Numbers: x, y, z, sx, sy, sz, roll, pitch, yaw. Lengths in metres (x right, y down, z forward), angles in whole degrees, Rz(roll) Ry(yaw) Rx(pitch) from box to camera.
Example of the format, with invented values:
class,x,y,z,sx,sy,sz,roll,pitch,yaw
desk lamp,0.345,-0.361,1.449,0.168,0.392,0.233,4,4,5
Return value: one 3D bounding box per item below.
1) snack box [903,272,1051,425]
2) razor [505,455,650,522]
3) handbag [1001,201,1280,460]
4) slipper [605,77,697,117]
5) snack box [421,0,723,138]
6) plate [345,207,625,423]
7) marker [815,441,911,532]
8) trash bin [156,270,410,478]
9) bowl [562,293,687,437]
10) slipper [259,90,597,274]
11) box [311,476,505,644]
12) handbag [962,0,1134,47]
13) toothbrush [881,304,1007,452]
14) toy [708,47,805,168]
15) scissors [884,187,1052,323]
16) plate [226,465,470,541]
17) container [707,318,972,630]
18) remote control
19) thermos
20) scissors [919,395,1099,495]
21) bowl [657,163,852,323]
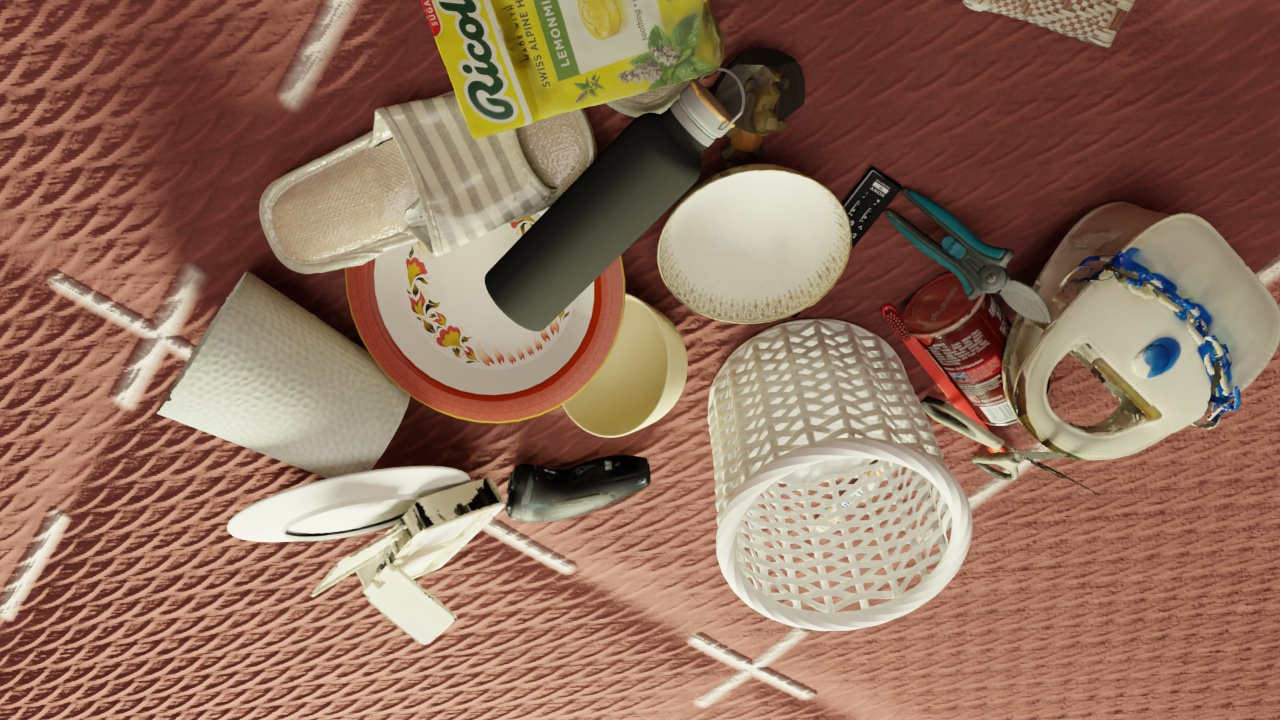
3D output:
class,x,y,z,sx,sy,sz,roll,pitch,yaw
snack box,0.282,-0.009,0.766,0.072,0.072,0.121,-35,117,21
razor,-0.061,0.113,0.859,0.140,0.052,0.064,-15,129,8
handbag,0.386,-0.009,0.721,0.200,0.093,0.200,34,99,-21
slipper,-0.055,-0.274,0.614,0.115,0.052,0.263,-34,116,19
snack box,-0.043,-0.223,0.591,0.181,0.045,0.121,-11,125,7
plate,-0.125,-0.061,0.742,0.230,0.021,0.230,2,106,7
marker,0.219,0.116,0.878,0.017,0.017,0.146,31,118,-17
trash bin,-0.288,0.023,0.765,0.161,0.133,0.133,33,117,-24
bowl,-0.005,0.005,0.771,0.118,0.118,0.074,-46,154,25
slipper,-0.167,-0.134,0.690,0.273,0.054,0.114,-15,99,12
box,-0.207,0.198,0.819,0.144,0.183,0.099,-46,69,37
handbag,0.296,-0.309,0.592,0.124,0.047,0.186,11,122,-15
toothbrush,0.276,0.026,0.819,0.012,0.017,0.212,-35,116,20
toy,0.081,-0.178,0.673,0.076,0.062,0.100,-9,143,-19
scissors,0.248,-0.075,0.708,0.139,0.019,0.136,-10,92,35
plate,-0.254,0.136,0.818,0.208,0.015,0.209,-14,162,-5
container,0.152,0.089,0.761,0.189,0.186,0.190,0,122,0
remote control,0.156,-0.094,0.750,0.030,0.009,0.140,28,119,-16
thermos,-0.015,-0.117,0.656,0.061,0.061,0.232,39,113,-21
scissors,0.314,0.079,0.798,0.012,0.171,0.157,-51,156,-7
bowl,0.085,-0.101,0.707,0.145,0.063,0.145,0,135,0
